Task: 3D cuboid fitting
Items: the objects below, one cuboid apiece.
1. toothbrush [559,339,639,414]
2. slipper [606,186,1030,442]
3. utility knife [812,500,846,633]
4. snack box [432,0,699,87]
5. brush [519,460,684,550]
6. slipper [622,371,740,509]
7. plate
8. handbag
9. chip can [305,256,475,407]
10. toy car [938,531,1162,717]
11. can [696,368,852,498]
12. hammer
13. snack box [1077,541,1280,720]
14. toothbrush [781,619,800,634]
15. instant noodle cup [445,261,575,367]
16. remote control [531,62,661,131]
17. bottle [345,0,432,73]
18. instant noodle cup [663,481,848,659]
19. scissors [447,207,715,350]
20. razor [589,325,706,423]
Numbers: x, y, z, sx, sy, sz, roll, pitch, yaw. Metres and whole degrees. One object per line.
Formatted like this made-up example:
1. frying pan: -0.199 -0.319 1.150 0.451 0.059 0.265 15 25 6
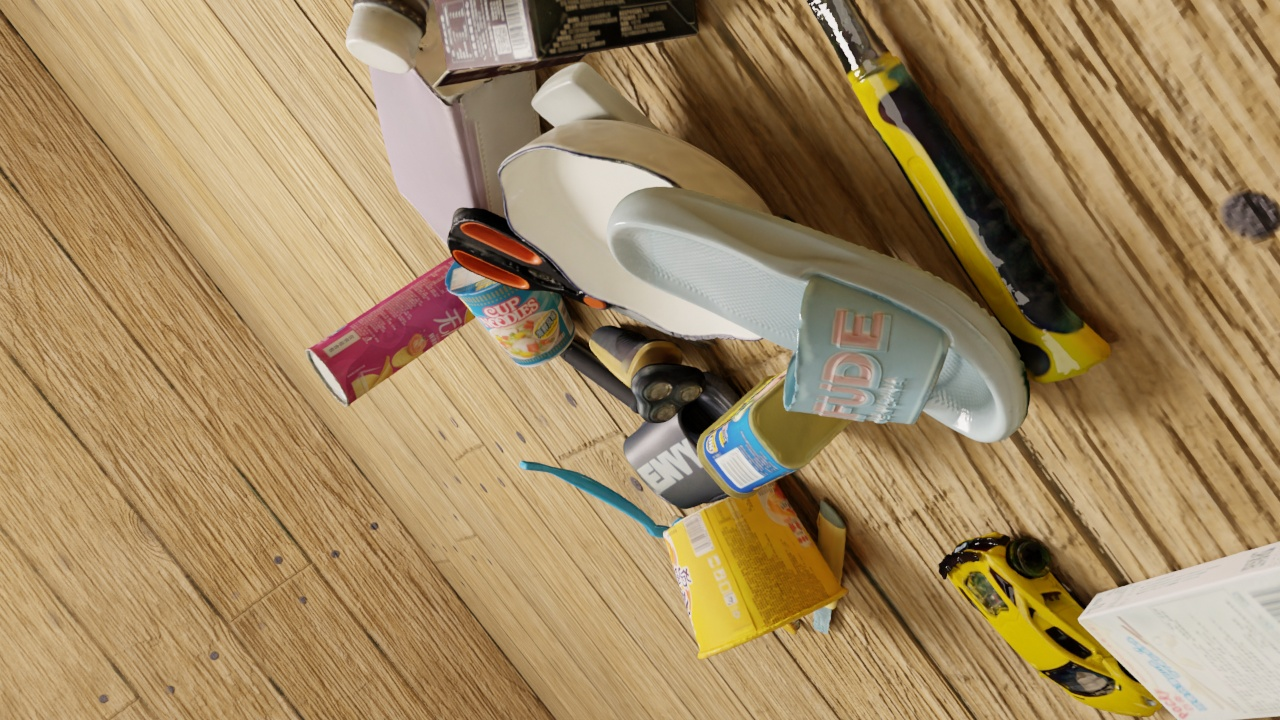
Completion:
1. toothbrush: -0.069 -0.008 0.926 0.213 0.027 0.026 34 112 33
2. slipper: 0.086 -0.017 0.490 0.245 0.074 0.104 25 161 11
3. utility knife: 0.164 0.193 0.816 0.031 0.021 0.211 39 146 35
4. snack box: -0.049 -0.196 0.535 0.126 0.113 0.053 18 123 49
5. brush: 0.002 0.145 0.870 0.254 0.046 0.083 27 173 -18
6. slipper: 0.035 0.096 0.832 0.110 0.083 0.269 49 156 2
7. plate: 0.006 -0.084 0.605 0.205 0.045 0.205 23 162 8
8. handbag: -0.146 -0.185 0.737 0.145 0.098 0.197 39 153 21
9. chip can: -0.234 -0.041 0.944 0.071 0.210 0.071 40 153 25
10. toy car: 0.266 0.174 0.594 0.156 0.041 0.071 44 154 12
11. can: 0.099 0.041 0.628 0.057 0.101 0.083 50 152 3
12. hammer: 0.123 -0.126 0.447 0.323 0.031 0.126 55 155 -7
13. snack box: 0.319 0.149 0.489 0.084 0.026 0.157 46 154 10
14. toothbrush: 0.099 0.238 0.991 0.191 0.018 0.016 29 145 43
15. instant noodle cup: -0.115 -0.056 0.877 0.099 0.099 0.110 21 149 47
16. remote control: 0.000 -0.132 0.591 0.150 0.021 0.058 36 159 -27
17. bottle: -0.112 -0.250 0.488 0.079 0.194 0.044 19 172 -33
18. instant noodle cup: 0.089 0.173 0.777 0.109 0.137 0.138 65 158 16
19. scissors: -0.049 -0.055 0.737 0.235 0.021 0.142 33 154 -28
20. razor: -0.005 0.005 0.781 0.167 0.062 0.068 -147 62 -63
